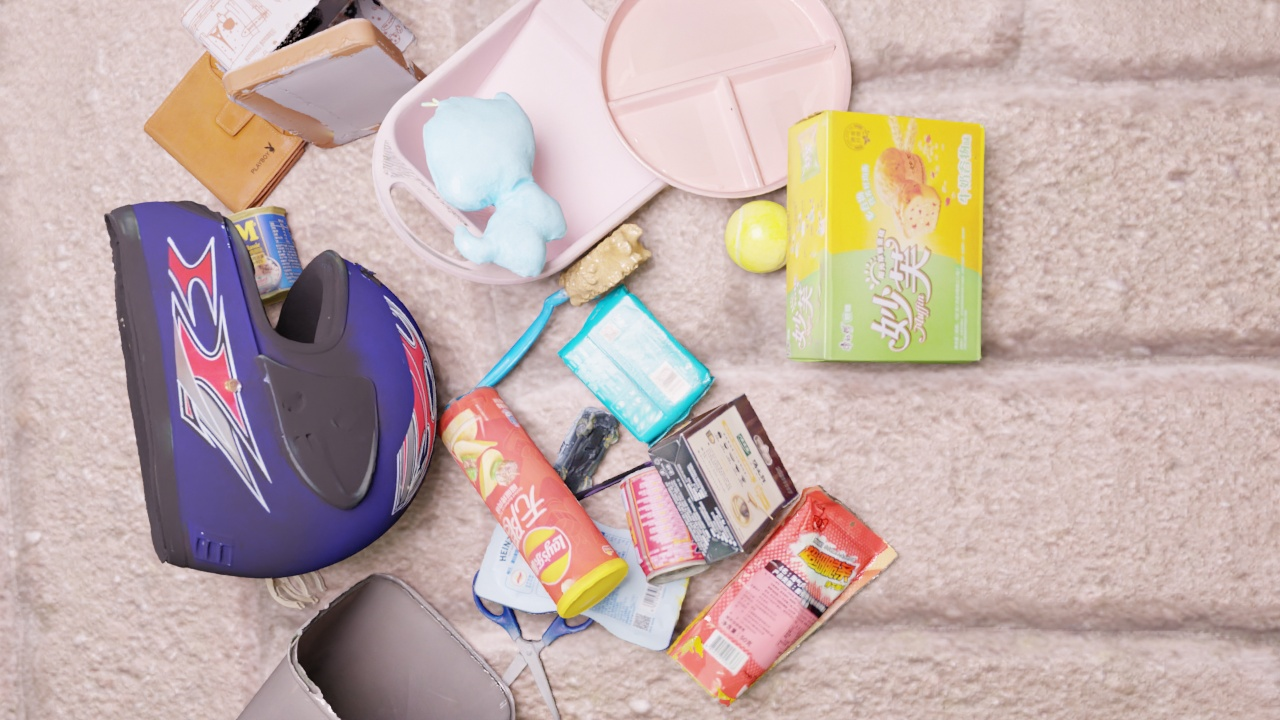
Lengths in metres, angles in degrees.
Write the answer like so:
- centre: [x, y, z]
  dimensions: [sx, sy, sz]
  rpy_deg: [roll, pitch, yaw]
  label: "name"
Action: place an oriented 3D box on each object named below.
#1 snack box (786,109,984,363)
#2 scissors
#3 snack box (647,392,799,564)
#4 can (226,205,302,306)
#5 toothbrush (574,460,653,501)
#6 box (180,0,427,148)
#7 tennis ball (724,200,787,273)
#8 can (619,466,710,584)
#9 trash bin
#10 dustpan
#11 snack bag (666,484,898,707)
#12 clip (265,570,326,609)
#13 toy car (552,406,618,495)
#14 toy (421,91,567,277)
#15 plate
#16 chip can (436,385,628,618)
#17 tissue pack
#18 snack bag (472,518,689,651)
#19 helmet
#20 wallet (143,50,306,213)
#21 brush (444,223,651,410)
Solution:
- centre: [0.211, -0.102, 0.792]
  dimensions: [0.157, 0.070, 0.210]
  rpy_deg: [0, 92, -18]
  label: "snack box"
- centre: [-0.108, 0.268, 0.887]
  dimensions: [0.176, 0.012, 0.162]
  rpy_deg: [-44, 89, 6]
  label: "scissors"
- centre: [0.077, 0.103, 0.825]
  dimensions: [0.053, 0.125, 0.113]
  rpy_deg: [-28, 89, 30]
  label: "snack box"
- centre: [-0.378, -0.092, 0.874]
  dimensions: [0.102, 0.057, 0.083]
  rpy_deg: [-17, 92, 5]
  label: "can"
- centre: [-0.039, 0.117, 0.860]
  dimensions: [0.189, 0.014, 0.016]
  rpy_deg: [-25, 60, -7]
  label: "toothbrush"
- centre: [-0.271, -0.257, 0.797]
  dimensions: [0.148, 0.181, 0.146]
  rpy_deg: [43, 95, 2]
  label: "box"
- centre: [0.109, -0.111, 0.828]
  dimensions: [0.065, 0.065, 0.065]
  rpy_deg: [0, 92, 5]
  label: "tennis ball"
- centre: [0.023, 0.148, 0.829]
  dimensions: [0.066, 0.066, 0.093]
  rpy_deg: [-17, 67, 5]
  label: "can"
- centre: [-0.267, 0.348, 0.816]
  dimensions: [0.199, 0.198, 0.220]
  rpy_deg: [45, 103, 2]
  label: "trash bin"
- centre: [-0.090, -0.193, 0.805]
  dimensions: [0.222, 0.138, 0.273]
  rpy_deg: [41, 95, 3]
  label: "dustpan"
- centre: [0.126, 0.216, 0.832]
  dimensions: [0.208, 0.073, 0.128]
  rpy_deg: [-48, 118, 3]
  label: "snack bag"
- centre: [-0.356, 0.204, 0.896]
  dimensions: [0.100, 0.034, 0.070]
  rpy_deg: [37, 95, 7]
  label: "clip"
- centre: [-0.056, 0.085, 0.861]
  dimensions: [0.034, 0.043, 0.090]
  rpy_deg: [35, 101, 44]
  label: "toy car"
- centre: [-0.122, -0.151, 0.750]
  dimensions: [0.156, 0.050, 0.161]
  rpy_deg: [39, 54, -15]
  label: "toy"
- centre: [0.074, -0.254, 0.824]
  dimensions: [0.229, 0.028, 0.229]
  rpy_deg: [0, 84, -4]
  label: "plate"
- centre: [-0.100, 0.122, 0.815]
  dimensions: [0.073, 0.073, 0.216]
  rpy_deg: [-43, 65, 5]
  label: "chip can"
- centre: [-0.005, 0.005, 0.849]
  dimensions: [0.093, 0.050, 0.133]
  rpy_deg: [-44, 88, 6]
  label: "tissue pack"
- centre: [-0.051, 0.194, 0.860]
  dimensions: [0.191, 0.039, 0.110]
  rpy_deg: [16, 79, 4]
  label: "snack bag"
- centre: [-0.298, 0.020, 0.777]
  dimensions: [0.239, 0.248, 0.315]
  rpy_deg: [-10, 99, -33]
  label: "helmet"
- centre: [-0.398, -0.218, 0.885]
  dimensions: [0.132, 0.031, 0.108]
  rpy_deg: [43, 96, 1]
  label: "wallet"
- centre: [-0.089, -0.035, 0.851]
  dimensions: [0.255, 0.083, 0.046]
  rpy_deg: [-42, 98, 13]
  label: "brush"
